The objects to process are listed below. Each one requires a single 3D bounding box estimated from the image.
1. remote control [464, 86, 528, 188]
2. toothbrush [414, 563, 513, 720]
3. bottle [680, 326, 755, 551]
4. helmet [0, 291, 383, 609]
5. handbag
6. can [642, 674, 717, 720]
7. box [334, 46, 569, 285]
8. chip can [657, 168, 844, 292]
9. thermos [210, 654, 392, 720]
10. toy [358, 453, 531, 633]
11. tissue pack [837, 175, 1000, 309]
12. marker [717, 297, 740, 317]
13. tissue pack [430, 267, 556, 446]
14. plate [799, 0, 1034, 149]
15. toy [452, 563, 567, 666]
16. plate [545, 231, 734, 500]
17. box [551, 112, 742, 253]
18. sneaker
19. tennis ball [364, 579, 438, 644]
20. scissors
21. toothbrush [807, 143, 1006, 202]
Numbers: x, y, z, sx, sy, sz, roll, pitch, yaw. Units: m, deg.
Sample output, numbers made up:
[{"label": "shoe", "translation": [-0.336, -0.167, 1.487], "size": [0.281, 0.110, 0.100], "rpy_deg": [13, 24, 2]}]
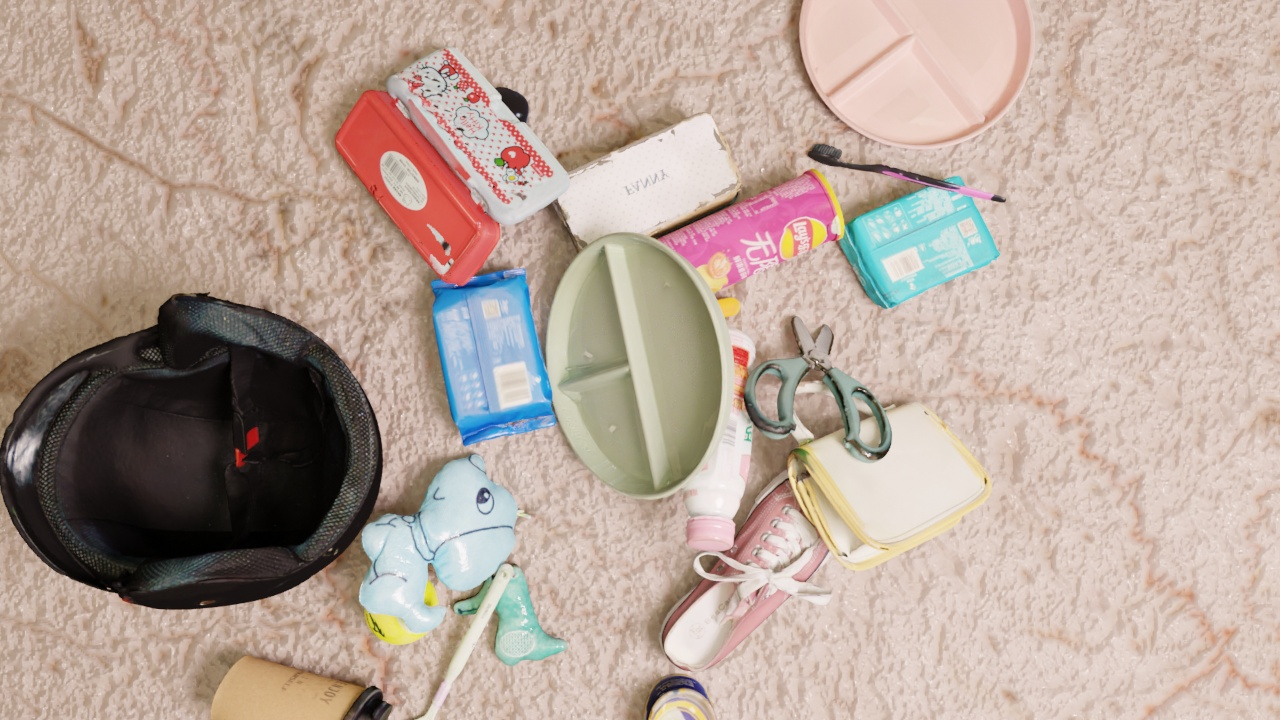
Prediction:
[{"label": "remote control", "translation": [-0.148, -0.194, 0.874], "size": [0.053, 0.024, 0.136], "rpy_deg": [24, 87, 4]}, {"label": "toothbrush", "translation": [-0.162, 0.267, 0.835], "size": [0.029, 0.020, 0.189], "rpy_deg": [29, 96, 5]}, {"label": "bottle", "translation": [0.066, 0.068, 0.813], "size": [0.068, 0.068, 0.196], "rpy_deg": [6, 64, -2]}, {"label": "helmet", "translation": [-0.347, 0.085, 0.750], "size": [0.274, 0.230, 0.233], "rpy_deg": [1, 72, -3]}, {"label": "handbag", "translation": [0.204, 0.088, 0.832], "size": [0.163, 0.063, 0.178], "rpy_deg": [-17, 62, -31]}, {"label": "can", "translation": [0.040, 0.367, 0.836], "size": [0.074, 0.049, 0.148], "rpy_deg": [-5, 87, -3]}, {"label": "box", "translation": [-0.177, -0.183, 0.835], "size": [0.160, 0.063, 0.201], "rpy_deg": [-42, 74, 5]}, {"label": "chip can", "translation": [0.079, -0.104, 0.854], "size": [0.210, 0.071, 0.071], "rpy_deg": [-24, 88, -3]}, {"label": "thermos", "translation": [-0.298, 0.315, 0.812], "size": [0.143, 0.093, 0.093], "rpy_deg": [21, 86, 7]}, {"label": "toy", "translation": [-0.172, 0.159, 0.820], "size": [0.156, 0.050, 0.161], "rpy_deg": [8, 67, -32]}, {"label": "tissue pack", "translation": [0.266, -0.113, 0.871], "size": [0.133, 0.050, 0.093], "rpy_deg": [-24, 85, -4]}, {"label": "marker", "translation": [0.034, -0.040, 0.878], "size": [0.124, 0.015, 0.018], "rpy_deg": [-13, 86, 0]}, {"label": "tissue pack", "translation": [-0.137, -0.006, 0.850], "size": [0.095, 0.052, 0.157], "rpy_deg": [-12, 87, -4]}, {"label": "plate", "translation": [0.267, -0.315, 0.894], "size": [0.229, 0.028, 0.229], "rpy_deg": [0, 86, -1]}, {"label": "toy", "translation": [-0.123, 0.237, 0.849], "size": [0.096, 0.030, 0.092], "rpy_deg": [-16, 82, 5]}, {"label": "plate", "translation": [-0.005, 0.005, 0.792], "size": [0.027, 0.231, 0.230], "rpy_deg": [-9, 86, -43]}, {"label": "box", "translation": [0.011, -0.162, 0.861], "size": [0.184, 0.063, 0.090], "rpy_deg": [-23, 88, -5]}, {"label": "sneaker", "translation": [0.112, 0.188, 0.828], "size": [0.118, 0.088, 0.241], "rpy_deg": [44, 83, 1]}, {"label": "tennis ball", "translation": [-0.215, 0.222, 0.827], "size": [0.065, 0.065, 0.065], "rpy_deg": [0, 86, -2]}, {"label": "scissors", "translation": [0.144, 0.020, 0.822], "size": [0.171, 0.019, 0.176], "rpy_deg": [-1, 50, -22]}, {"label": "toothbrush", "translation": [0.247, -0.175, 0.858], "size": [0.189, 0.014, 0.017], "rpy_deg": [20, 74, 24]}]
